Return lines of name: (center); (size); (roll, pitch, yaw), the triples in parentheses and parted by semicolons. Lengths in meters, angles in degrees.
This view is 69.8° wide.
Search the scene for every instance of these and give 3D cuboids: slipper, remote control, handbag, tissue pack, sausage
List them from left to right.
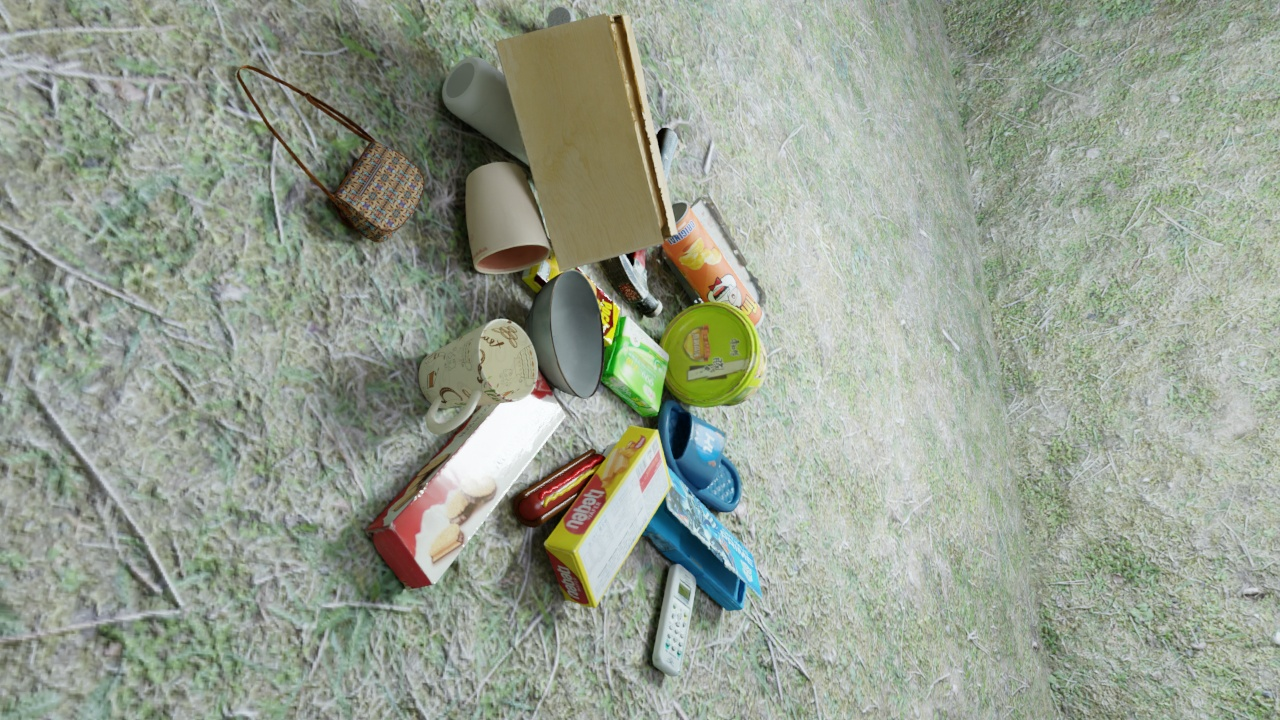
handbag: (-0.297, -0.197, 0.862); (0.195, 0.043, 0.093); (41, 49, -28)
sausage: (-0.083, 0.139, 1.020); (0.155, 0.040, 0.040); (-27, 100, -56)
tissue pack: (-0.007, 0.007, 1.191); (0.114, 0.034, 0.099); (41, 47, -37)
remote control: (0.040, 0.322, 1.141); (0.050, 0.022, 0.133); (46, 43, -35)
slipper: (0.086, 0.137, 1.251); (0.214, 0.059, 0.103); (48, 44, -36)

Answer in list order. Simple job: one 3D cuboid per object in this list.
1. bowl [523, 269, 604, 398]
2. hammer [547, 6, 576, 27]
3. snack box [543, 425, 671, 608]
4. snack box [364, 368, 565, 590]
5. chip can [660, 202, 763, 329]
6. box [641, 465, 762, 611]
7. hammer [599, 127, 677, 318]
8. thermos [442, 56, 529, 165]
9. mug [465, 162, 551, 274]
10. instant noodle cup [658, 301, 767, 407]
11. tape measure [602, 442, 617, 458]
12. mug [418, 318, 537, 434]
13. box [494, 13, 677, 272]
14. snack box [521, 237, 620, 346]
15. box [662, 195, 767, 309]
bowl: (-0.093, -0.027, 1.043); (0.150, 0.057, 0.150); (-5, 90, -70)
hammer: (-0.039, -0.297, 1.204); (0.139, 0.035, 0.312); (11, 59, -77)
snack box: (-0.031, 0.173, 1.039); (0.200, 0.042, 0.092); (-53, 140, -42)
snack box: (-0.162, 0.106, 0.915); (0.076, 0.044, 0.272); (61, 36, -19)
chip can: (0.096, -0.125, 1.300); (0.210, 0.062, 0.062); (50, 41, -30)
box: (0.083, 0.231, 1.200); (0.243, 0.066, 0.090); (47, 41, -34)
hammer: (0.008, -0.223, 1.305); (0.140, 0.036, 0.325); (47, 42, -37)
thermos: (-0.134, -0.284, 1.099); (0.229, 0.069, 0.101); (29, 41, -48)
mug: (-0.148, -0.155, 1.020); (0.111, 0.085, 0.104); (50, 25, -78)
instant noodle cup: (0.106, 0.000, 1.268); (0.097, 0.146, 0.146); (26, 56, -62)
tape measure: (-0.026, 0.140, 1.122); (0.064, 0.017, 0.064); (61, 36, -19)
mug: (-0.169, 0.025, 0.889); (0.081, 0.097, 0.121); (49, 41, -33)
box: (-0.054, -0.239, 1.011); (0.148, 0.141, 0.249); (-45, 122, -64)
snack box: (-0.082, -0.081, 1.122); (0.149, 0.026, 0.061); (44, 45, -37)
box: (0.119, -0.129, 1.410); (0.216, 0.063, 0.156); (54, 54, -28)
